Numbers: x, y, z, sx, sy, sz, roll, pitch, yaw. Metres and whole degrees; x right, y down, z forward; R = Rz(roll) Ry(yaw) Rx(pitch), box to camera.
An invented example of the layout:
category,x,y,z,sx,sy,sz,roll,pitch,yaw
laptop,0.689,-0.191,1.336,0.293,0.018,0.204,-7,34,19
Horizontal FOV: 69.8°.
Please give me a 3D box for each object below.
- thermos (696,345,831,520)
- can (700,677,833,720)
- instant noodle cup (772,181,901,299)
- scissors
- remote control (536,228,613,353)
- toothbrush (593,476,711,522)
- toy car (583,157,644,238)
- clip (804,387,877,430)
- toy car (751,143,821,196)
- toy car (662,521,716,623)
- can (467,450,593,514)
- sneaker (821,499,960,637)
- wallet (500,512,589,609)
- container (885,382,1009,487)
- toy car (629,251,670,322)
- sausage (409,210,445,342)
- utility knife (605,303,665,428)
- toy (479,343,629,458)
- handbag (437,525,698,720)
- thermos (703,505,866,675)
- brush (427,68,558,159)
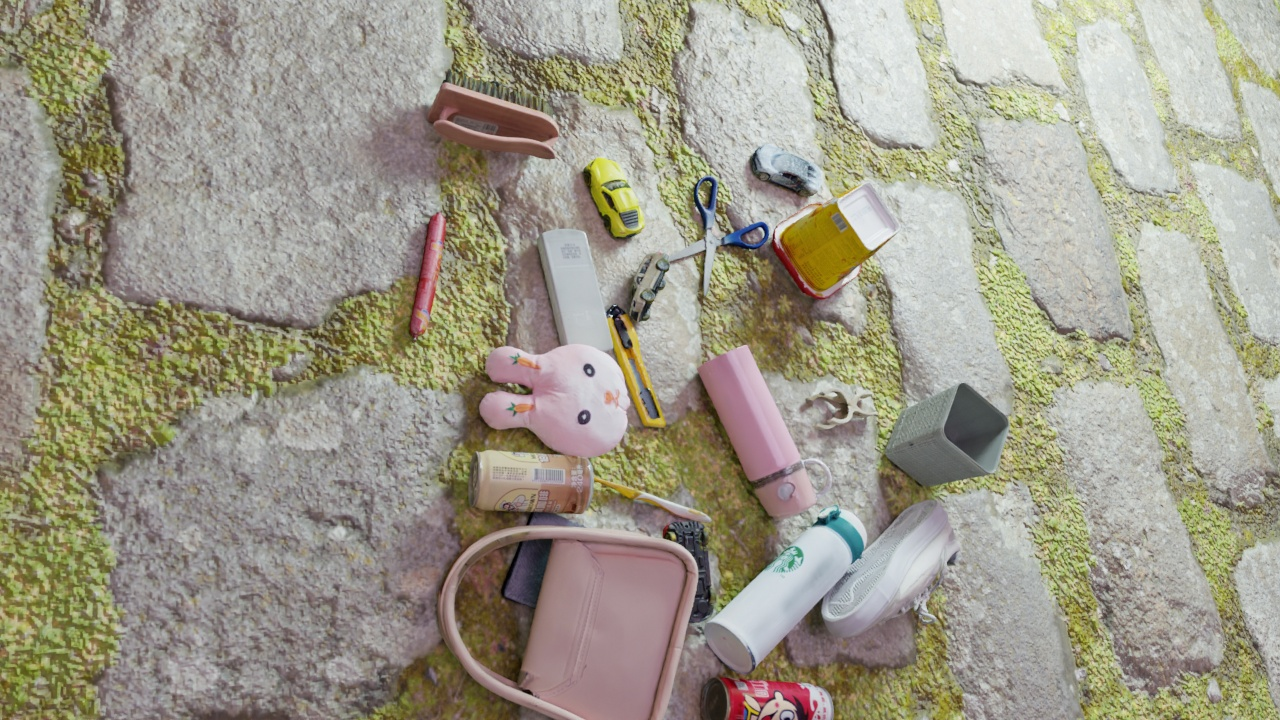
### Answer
category,x,y,z,sx,sy,sz,roll,pitch,yaw
thermos,0.144,0.079,1.051,0.087,0.067,0.198,-26,82,3
can,0.133,0.361,0.956,0.132,0.053,0.053,13,66,-24
instant noodle cup,0.252,-0.158,1.167,0.116,0.124,0.116,-34,89,-33
scissors,0.095,-0.158,1.152,0.174,0.012,0.162,-6,76,-28
remote control,-0.074,-0.075,1.026,0.058,0.021,0.150,-6,75,-29
toothbrush,-0.007,0.147,0.984,0.191,0.016,0.018,22,74,-19
toy car,-0.029,-0.196,1.089,0.048,0.032,0.105,-20,80,-31
clip,0.254,0.072,1.140,0.104,0.035,0.083,18,61,-30
toy car,0.198,-0.257,1.231,0.105,0.031,0.048,17,64,-21
toy car,0.050,0.225,0.975,0.049,0.031,0.106,2,70,-26
can,-0.108,0.121,0.908,0.116,0.059,0.058,5,69,-19
sneaker,0.299,0.261,1.066,0.241,0.090,0.091,-33,93,-39
wallet,-0.071,0.213,0.925,0.121,0.019,0.097,27,63,-15
container,0.378,0.098,1.145,0.090,0.115,0.090,38,59,-11
toy car,0.008,-0.084,1.061,0.035,0.042,0.090,19,56,5
sausage,-0.221,-0.089,0.957,0.020,0.020,0.155,14,66,-23
utility knife,-0.006,0.006,1.035,0.033,0.015,0.153,-17,80,-29
toy,-0.087,0.039,0.962,0.159,0.054,0.121,8,74,-18
handbag,-0.075,0.243,0.869,0.234,0.093,0.193,16,75,-9
thermos,0.166,0.244,1.008,0.223,0.073,0.073,-34,90,-33
brush,-0.160,-0.268,1.029,0.145,0.063,0.073,11,63,-26
